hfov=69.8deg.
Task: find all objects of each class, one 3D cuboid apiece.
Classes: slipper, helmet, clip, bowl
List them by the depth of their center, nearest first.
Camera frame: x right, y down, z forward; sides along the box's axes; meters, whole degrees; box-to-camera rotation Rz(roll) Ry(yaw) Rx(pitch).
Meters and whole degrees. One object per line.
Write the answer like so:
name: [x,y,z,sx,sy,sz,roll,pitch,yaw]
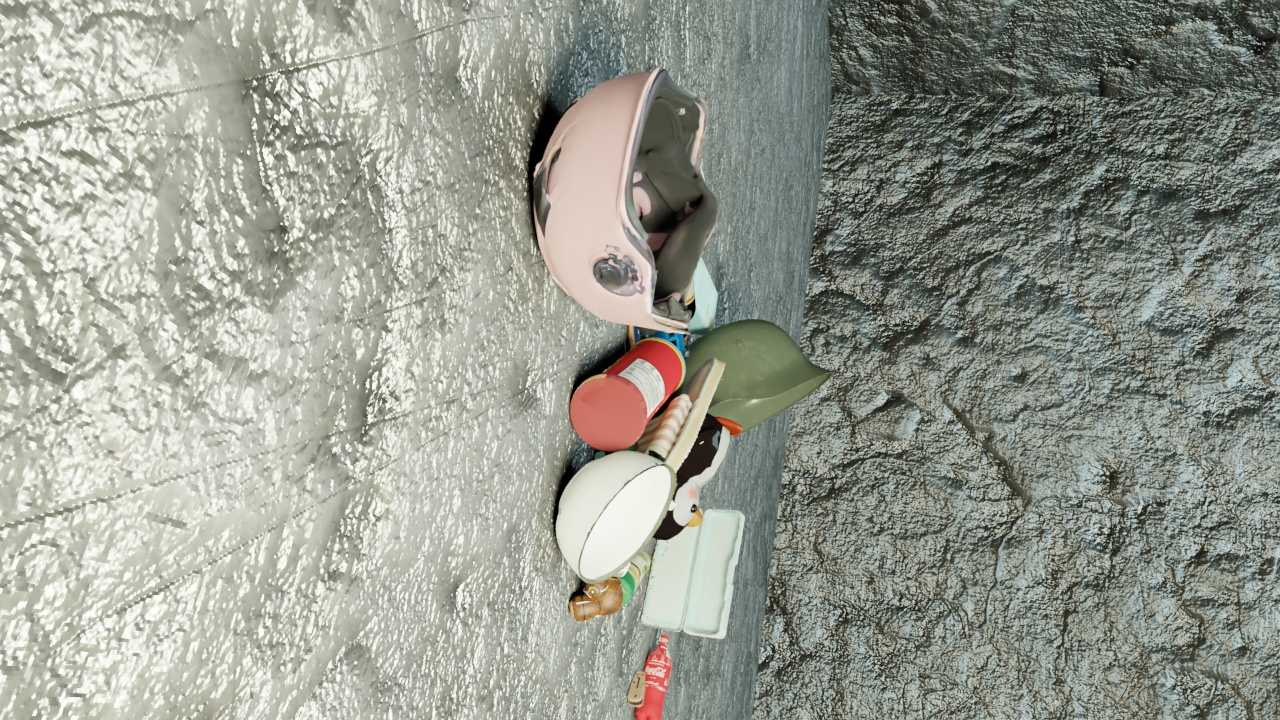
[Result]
helmet: [-0.018,-0.153,0.871,0.255,0.153,0.229,66,36,-58]
bowl: [-0.036,0.160,1.003,0.153,0.073,0.154,-39,148,-31]
slipper: [0.040,0.079,1.163,0.115,0.052,0.262,-48,-172,43]
clip: [-0.003,0.492,1.380,0.061,0.026,0.049,39,56,-73]
helmet: [0.149,0.022,1.453,0.153,0.267,0.227,61,-17,13]

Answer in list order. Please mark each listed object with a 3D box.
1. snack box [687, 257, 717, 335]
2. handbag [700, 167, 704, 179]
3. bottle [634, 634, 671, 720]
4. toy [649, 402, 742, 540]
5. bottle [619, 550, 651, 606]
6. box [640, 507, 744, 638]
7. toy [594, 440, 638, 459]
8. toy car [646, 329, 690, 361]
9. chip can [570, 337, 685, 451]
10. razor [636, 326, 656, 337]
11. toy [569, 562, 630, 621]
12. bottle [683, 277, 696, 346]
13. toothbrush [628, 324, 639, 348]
snack box: [0.081,-0.099,1.432,0.174,0.053,0.075,50,47,-71]
handbag: [0.048,-0.253,1.238,0.158,0.069,0.126,56,40,-62]
bottle: [0.024,0.502,1.444,0.042,0.042,0.141,73,27,-53]
toy: [0.038,0.156,1.284,0.183,0.140,0.159,-69,-168,-20]
bottle: [-0.018,0.288,1.226,0.110,0.043,0.043,-34,128,-71]
box: [0.084,0.323,1.423,0.044,0.136,0.196,58,40,-57]
toy: [-0.027,0.121,1.159,0.105,0.033,0.085,-64,143,-50]
toy car: [0.031,-0.038,1.277,0.043,0.056,0.120,-53,143,-38]
chip can: [-0.009,0.034,1.092,0.213,0.087,0.087,-42,135,-69]
razor: [0.010,-0.089,1.156,0.141,0.064,0.052,79,23,-43]
toy: [-0.045,0.249,1.088,0.087,0.067,0.112,35,52,-72]
bottle: [0.049,-0.081,1.309,0.059,0.059,0.182,-68,157,-46]
toothbrush: [-0.007,0.007,1.215,0.021,0.017,0.135,-54,146,-65]
